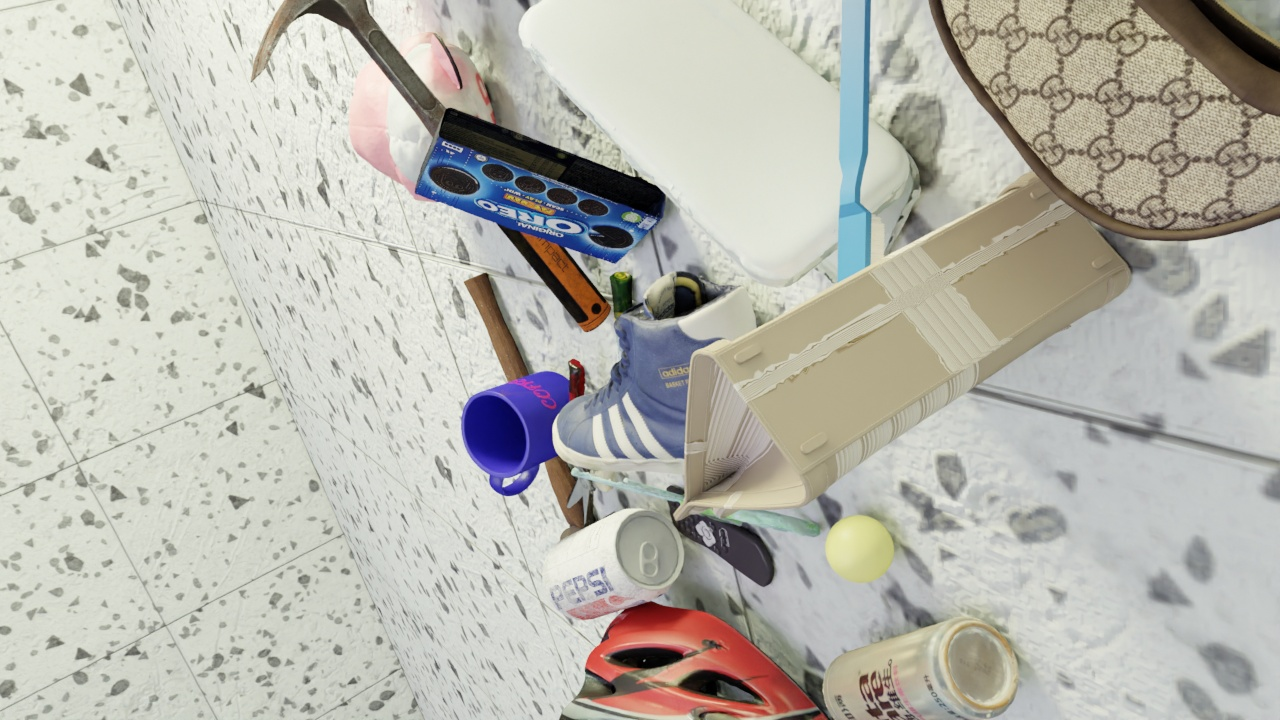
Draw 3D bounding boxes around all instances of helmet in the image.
[{"bbox_3d":[0.051,0.317,0.765,0.273,0.166,0.217,0,120,47],"label":"helmet"}]

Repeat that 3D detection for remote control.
[{"bbox_3d":[0.061,0.139,0.728,0.124,0.009,0.046,25,134,50],"label":"remote control"}]

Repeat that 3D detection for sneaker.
[{"bbox_3d":[-0.003,0.004,0.619,0.233,0.091,0.118,5,121,52],"label":"sneaker"}]

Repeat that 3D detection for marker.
[{"bbox_3d":[-0.011,-0.004,0.719,0.017,0.017,0.147,37,143,41],"label":"marker"}]

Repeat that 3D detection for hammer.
[{"bbox_3d":[-0.130,-0.135,0.652,0.035,0.137,0.314,0,135,54],"label":"hammer"},{"bbox_3d":[-0.102,0.065,0.924,0.115,0.033,0.323,-8,106,63],"label":"hammer"}]

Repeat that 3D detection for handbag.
[{"bbox_3d":[0.171,-0.113,0.268,0.166,0.063,0.139,58,143,11],"label":"handbag"},{"bbox_3d":[0.084,0.024,0.412,0.062,0.175,0.198,55,154,15],"label":"handbag"}]

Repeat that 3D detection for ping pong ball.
[{"bbox_3d":[0.131,0.113,0.549,0.040,0.040,0.040,41,146,36],"label":"ping pong ball"}]

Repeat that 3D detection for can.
[{"bbox_3d":[-0.026,0.179,0.801,0.078,0.078,0.136,60,143,5],"label":"can"},{"bbox_3d":[0.163,0.191,0.547,0.054,0.054,0.136,57,152,13],"label":"can"}]

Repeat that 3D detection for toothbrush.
[{"bbox_3d":[0.093,-0.111,0.386,0.016,0.014,0.166,-2,86,60],"label":"toothbrush"}]

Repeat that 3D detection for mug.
[{"bbox_3d":[-0.108,0.071,0.839,0.079,0.083,0.111,22,113,27],"label":"mug"}]

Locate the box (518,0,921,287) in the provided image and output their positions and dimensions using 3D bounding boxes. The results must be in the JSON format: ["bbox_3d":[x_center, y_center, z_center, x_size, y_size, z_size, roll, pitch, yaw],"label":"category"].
[{"bbox_3d":[0.046,-0.113,0.485,0.215,0.106,0.124,50,179,22],"label":"box"}]

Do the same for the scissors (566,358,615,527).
[{"bbox_3d":[-0.042,0.081,0.799,0.180,0.015,0.187,-4,110,55],"label":"scissors"}]

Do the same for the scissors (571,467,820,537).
[{"bbox_3d":[0.041,0.096,0.620,0.168,0.171,0.023,13,83,33],"label":"scissors"}]

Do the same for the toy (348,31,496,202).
[{"bbox_3d":[-0.182,-0.199,0.770,0.213,0.084,0.142,23,125,51],"label":"toy"}]

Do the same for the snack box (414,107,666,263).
[{"bbox_3d":[-0.067,-0.111,0.604,0.082,0.150,0.027,143,141,-62],"label":"snack box"}]
